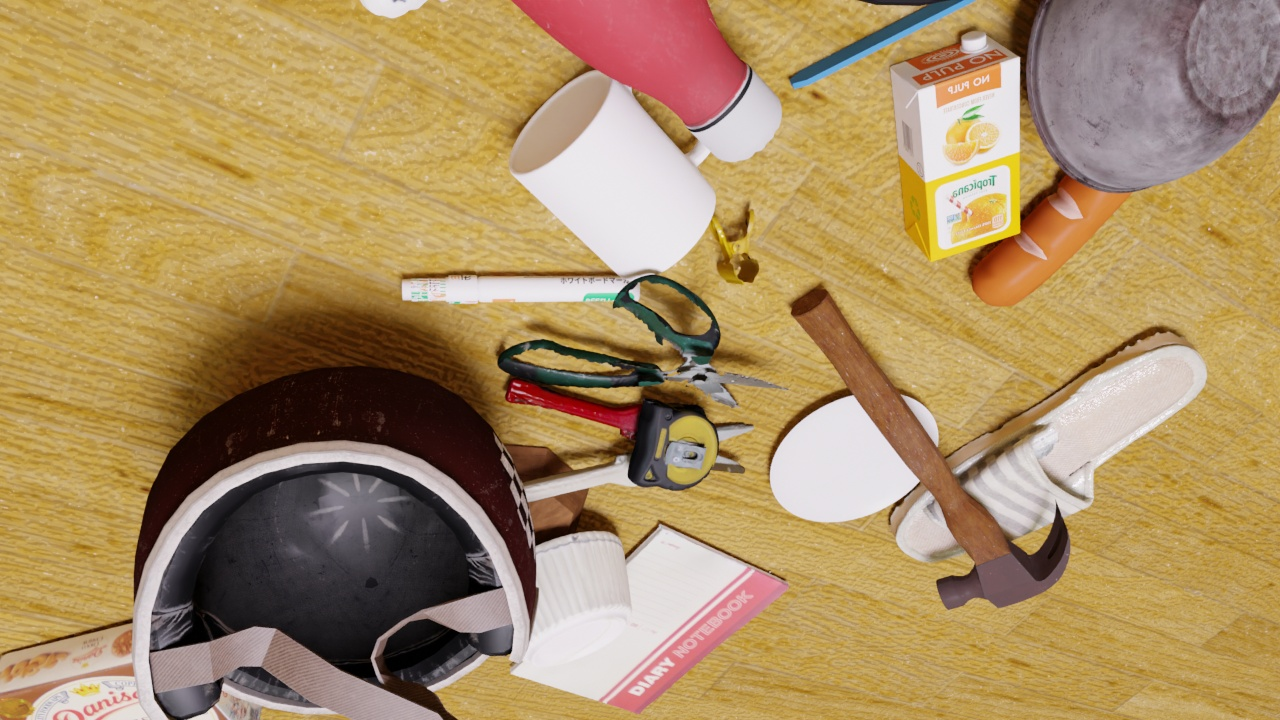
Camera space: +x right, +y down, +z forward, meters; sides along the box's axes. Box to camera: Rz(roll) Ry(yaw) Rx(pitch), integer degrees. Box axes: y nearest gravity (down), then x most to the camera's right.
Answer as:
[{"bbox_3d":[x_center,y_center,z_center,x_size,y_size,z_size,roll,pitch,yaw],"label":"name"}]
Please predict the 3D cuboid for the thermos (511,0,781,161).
[{"bbox_3d":[-0.020,-0.178,0.420,0.073,0.073,0.240,-41,122,19],"label":"thermos"}]

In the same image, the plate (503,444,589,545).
[{"bbox_3d":[-0.103,0.117,0.679,0.131,0.025,0.131,-6,128,-8],"label":"plate"}]

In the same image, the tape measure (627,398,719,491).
[{"bbox_3d":[0.025,0.060,0.639,0.061,0.034,0.062,6,100,-26],"label":"tape measure"}]

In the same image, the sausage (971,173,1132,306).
[{"bbox_3d":[0.278,-0.100,0.588,0.044,0.039,0.165,25,118,-21],"label":"sausage"}]

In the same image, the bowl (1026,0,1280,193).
[{"bbox_3d":[0.288,-0.163,0.490,0.144,0.067,0.145,-4,102,-17],"label":"bowl"}]

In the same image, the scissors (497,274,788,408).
[{"bbox_3d":[-0.002,0.004,0.602,0.180,0.015,0.206,-12,152,23],"label":"scissors"}]

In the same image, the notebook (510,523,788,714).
[{"bbox_3d":[0.008,0.233,0.800,0.153,0.012,0.209,29,116,-29],"label":"notebook"}]

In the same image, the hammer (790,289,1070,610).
[{"bbox_3d":[0.210,0.072,0.672,0.115,0.033,0.323,-30,116,24],"label":"hammer"}]

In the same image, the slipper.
[{"bbox_3d":[0.324,0.081,0.731,0.273,0.054,0.114,-40,129,18],"label":"slipper"}]

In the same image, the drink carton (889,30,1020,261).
[{"bbox_3d":[0.189,-0.127,0.548,0.058,0.040,0.123,-18,128,2],"label":"drink carton"}]

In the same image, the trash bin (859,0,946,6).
[{"bbox_3d":[0.071,-0.233,0.334,0.184,0.210,0.184,-6,127,-8],"label":"trash bin"}]

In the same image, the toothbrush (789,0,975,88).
[{"bbox_3d":[0.159,-0.195,0.506,0.167,0.016,0.014,-25,128,8],"label":"toothbrush"}]

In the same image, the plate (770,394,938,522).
[{"bbox_3d":[0.164,0.074,0.714,0.134,0.011,0.135,-6,128,-8],"label":"plate"}]

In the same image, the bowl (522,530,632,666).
[{"bbox_3d":[-0.057,0.185,0.693,0.115,0.062,0.115,-19,149,-12],"label":"bowl"}]

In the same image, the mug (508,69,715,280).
[{"bbox_3d":[-0.003,-0.114,0.505,0.090,0.074,0.110,41,84,-34],"label":"mug"}]

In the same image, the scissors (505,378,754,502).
[{"bbox_3d":[-0.019,0.060,0.650,0.179,0.015,0.187,-40,114,-6],"label":"scissors"}]

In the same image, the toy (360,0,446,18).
[{"bbox_3d":[-0.120,-0.202,0.427,0.122,0.038,0.079,5,113,-22],"label":"toy"}]

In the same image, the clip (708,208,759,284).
[{"bbox_3d":[0.053,-0.069,0.567,0.037,0.053,0.046,-6,97,-4],"label":"clip"}]

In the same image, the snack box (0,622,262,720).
[{"bbox_3d":[-0.400,0.271,0.722,0.143,0.041,0.147,-14,129,-1],"label":"snack box"}]

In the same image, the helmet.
[{"bbox_3d":[-0.159,0.122,0.524,0.233,0.253,0.234,-8,103,-11],"label":"helmet"}]

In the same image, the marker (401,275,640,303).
[{"bbox_3d":[-0.073,-0.044,0.569,0.145,0.017,0.017,-1,127,-11],"label":"marker"}]
